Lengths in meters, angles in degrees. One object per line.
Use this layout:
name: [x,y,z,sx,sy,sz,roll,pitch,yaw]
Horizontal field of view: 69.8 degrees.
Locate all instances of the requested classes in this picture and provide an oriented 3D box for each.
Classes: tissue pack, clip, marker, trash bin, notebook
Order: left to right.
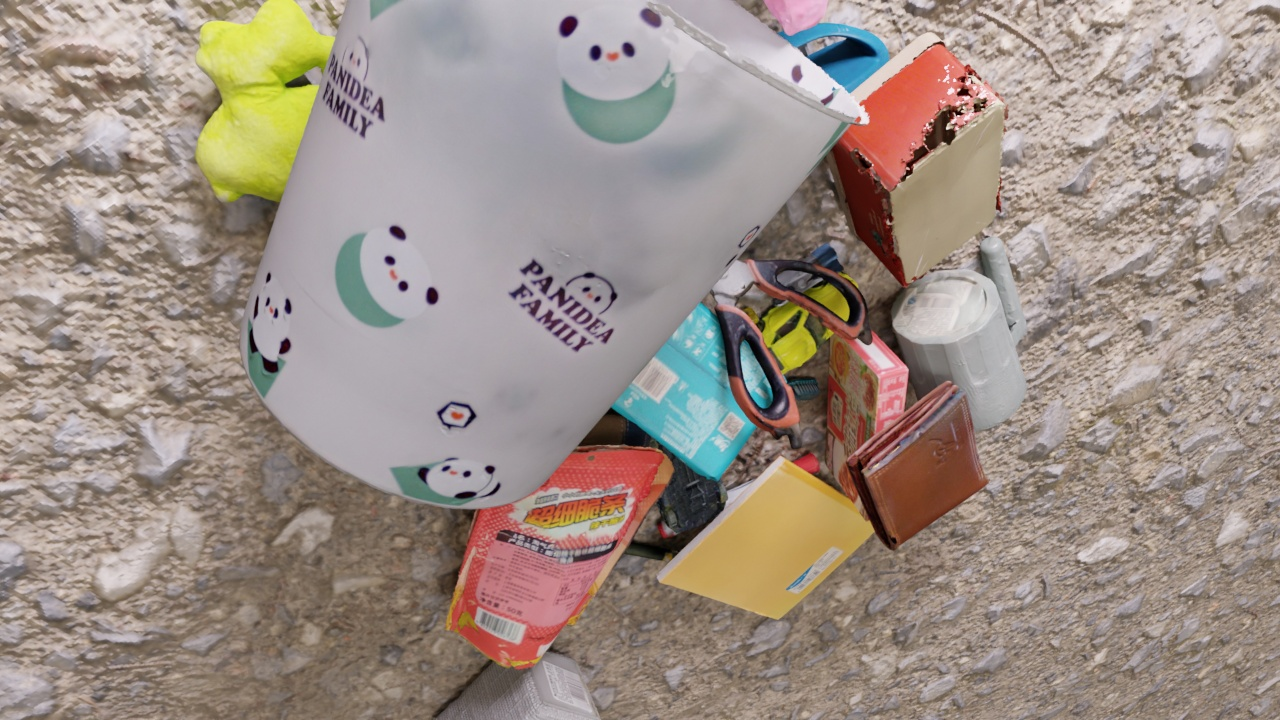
trash bin: [-0.060,-0.079,0.446,0.229,0.229,0.252,18,121,-33]
tissue pack: [0.031,0.013,0.622,0.133,0.050,0.093,38,85,-23]
marker: [0.082,0.113,0.766,0.145,0.017,0.017,-23,129,-7]
notebook: [0.121,0.163,0.800,0.146,0.010,0.206,-46,138,12]
clip: [0.116,-0.059,0.653,0.058,0.025,0.036,-31,123,6]

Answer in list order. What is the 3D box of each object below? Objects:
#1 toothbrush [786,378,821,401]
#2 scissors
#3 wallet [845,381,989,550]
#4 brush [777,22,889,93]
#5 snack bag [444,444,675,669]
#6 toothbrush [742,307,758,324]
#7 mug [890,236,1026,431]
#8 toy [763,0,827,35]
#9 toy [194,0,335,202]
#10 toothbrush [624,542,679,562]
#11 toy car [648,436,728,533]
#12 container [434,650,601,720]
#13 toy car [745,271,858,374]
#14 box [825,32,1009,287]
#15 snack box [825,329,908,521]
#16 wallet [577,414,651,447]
toothbrush: [0.058,0.025,0.684,0.191,0.018,0.016,-2,138,-28]
scissors: [0.068,-0.041,0.598,0.188,0.015,0.226,-21,97,-28]
wallet: [0.214,0.084,0.696,0.101,0.032,0.124,-36,133,-6]
brush: [0.083,-0.155,0.549,0.144,0.055,0.073,-31,131,0]
snack bag: [-0.068,0.136,0.660,0.128,0.073,0.208,6,130,-22]
toothbrush: [-0.004,0.004,0.651,0.190,0.015,0.017,-22,134,-8]
mug: [0.257,-0.022,0.715,0.123,0.084,0.103,-51,132,-19]
toy: [0.069,-0.260,0.444,0.178,0.075,0.195,-12,107,-35]
toy: [-0.186,-0.127,0.469,0.096,0.031,0.100,-25,129,-8]
toothbrush: [-0.037,0.150,0.743,0.185,0.012,0.017,17,121,-32]
toy car: [0.032,0.083,0.709,0.054,0.036,0.121,-23,129,-10]
container: [-0.104,0.311,0.782,0.090,0.090,0.114,33,103,-37]
toy car: [0.118,-0.023,0.675,0.105,0.032,0.048,-39,129,4]
box: [0.178,-0.111,0.567,0.091,0.078,0.168,-39,156,6]
snack box: [0.175,0.048,0.721,0.025,0.075,0.153,-16,128,-11]
wallet: [-0.058,0.071,0.657,0.115,0.033,0.090,1,137,-24]
